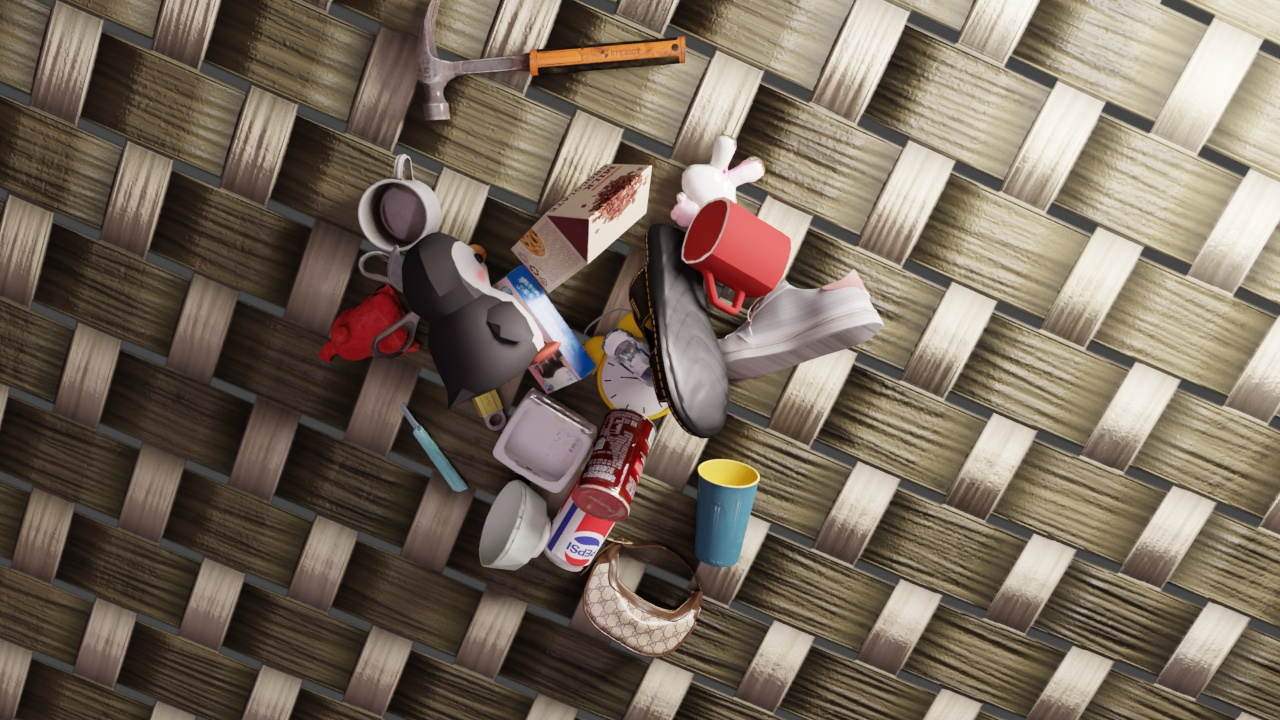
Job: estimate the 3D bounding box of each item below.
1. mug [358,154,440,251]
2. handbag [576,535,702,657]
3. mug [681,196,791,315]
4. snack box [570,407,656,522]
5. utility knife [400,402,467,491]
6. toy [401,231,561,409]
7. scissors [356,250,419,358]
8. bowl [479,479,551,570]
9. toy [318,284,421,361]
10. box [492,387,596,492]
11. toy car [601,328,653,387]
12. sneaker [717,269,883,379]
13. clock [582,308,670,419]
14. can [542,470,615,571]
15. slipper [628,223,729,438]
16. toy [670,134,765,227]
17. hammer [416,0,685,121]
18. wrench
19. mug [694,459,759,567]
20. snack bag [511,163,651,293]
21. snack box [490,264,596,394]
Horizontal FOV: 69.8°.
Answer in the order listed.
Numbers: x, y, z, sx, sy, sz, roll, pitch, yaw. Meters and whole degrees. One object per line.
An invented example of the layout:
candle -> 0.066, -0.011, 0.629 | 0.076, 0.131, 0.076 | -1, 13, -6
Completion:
mug -> -0.284, -0.190, 1.097 | 0.084, 0.070, 0.113 | 12, 104, 0
handbag -> 0.000, 0.307, 1.218 | 0.166, 0.063, 0.138 | 33, 87, -1
mug -> 0.106, -0.115, 1.062 | 0.096, 0.081, 0.116 | 26, 77, -28
snack box -> -0.030, 0.125, 1.112 | 0.072, 0.121, 0.072 | 13, 143, 10
utility knife -> -0.275, 0.116, 1.201 | 0.022, 0.015, 0.141 | -29, 101, 29
toy -> -0.206, -0.052, 1.035 | 0.139, 0.159, 0.184 | -38, 105, -31
scissors -> -0.273, -0.076, 1.109 | 0.157, 0.013, 0.170 | 46, 70, -26
bowl -> -0.154, 0.217, 1.177 | 0.061, 0.117, 0.117 | 25, 105, -22
toy -> -0.339, -0.021, 1.141 | 0.133, 0.088, 0.094 | -32, 110, 11
box -> -0.108, 0.091, 1.127 | 0.107, 0.132, 0.152 | 32, 105, -7
toy car -> -0.005, -0.002, 1.096 | 0.089, 0.027, 0.039 | 35, 108, -14
sneaker -> 0.166, -0.046, 1.100 | 0.237, 0.099, 0.089 | -17, 69, 25
clock -> -0.007, 0.007, 1.141 | 0.114, 0.052, 0.152 | -33, 104, 10
can -> -0.068, 0.200, 1.182 | 0.070, 0.070, 0.132 | 30, 104, -4
slipper -> 0.039, -0.034, 1.069 | 0.076, 0.112, 0.267 | -31, 60, 44
toy -> 0.086, -0.207, 1.088 | 0.079, 0.038, 0.123 | 40, 104, -22
hammer -> -0.104, -0.361, 1.064 | 0.314, 0.035, 0.138 | -4, 104, 4
wrench -> -0.227, -0.025, 1.125 | 0.083, 0.018, 0.273 | -28, 119, -18
mug -> 0.105, 0.197, 1.172 | 0.078, 0.078, 0.121 | 6, 109, 2
snack bag -> -0.060, -0.152, 1.014 | 0.094, 0.207, 0.070 | -44, 99, -23
snack box -> -0.128, -0.036, 1.121 | 0.154, 0.033, 0.088 | 54, 144, -9
